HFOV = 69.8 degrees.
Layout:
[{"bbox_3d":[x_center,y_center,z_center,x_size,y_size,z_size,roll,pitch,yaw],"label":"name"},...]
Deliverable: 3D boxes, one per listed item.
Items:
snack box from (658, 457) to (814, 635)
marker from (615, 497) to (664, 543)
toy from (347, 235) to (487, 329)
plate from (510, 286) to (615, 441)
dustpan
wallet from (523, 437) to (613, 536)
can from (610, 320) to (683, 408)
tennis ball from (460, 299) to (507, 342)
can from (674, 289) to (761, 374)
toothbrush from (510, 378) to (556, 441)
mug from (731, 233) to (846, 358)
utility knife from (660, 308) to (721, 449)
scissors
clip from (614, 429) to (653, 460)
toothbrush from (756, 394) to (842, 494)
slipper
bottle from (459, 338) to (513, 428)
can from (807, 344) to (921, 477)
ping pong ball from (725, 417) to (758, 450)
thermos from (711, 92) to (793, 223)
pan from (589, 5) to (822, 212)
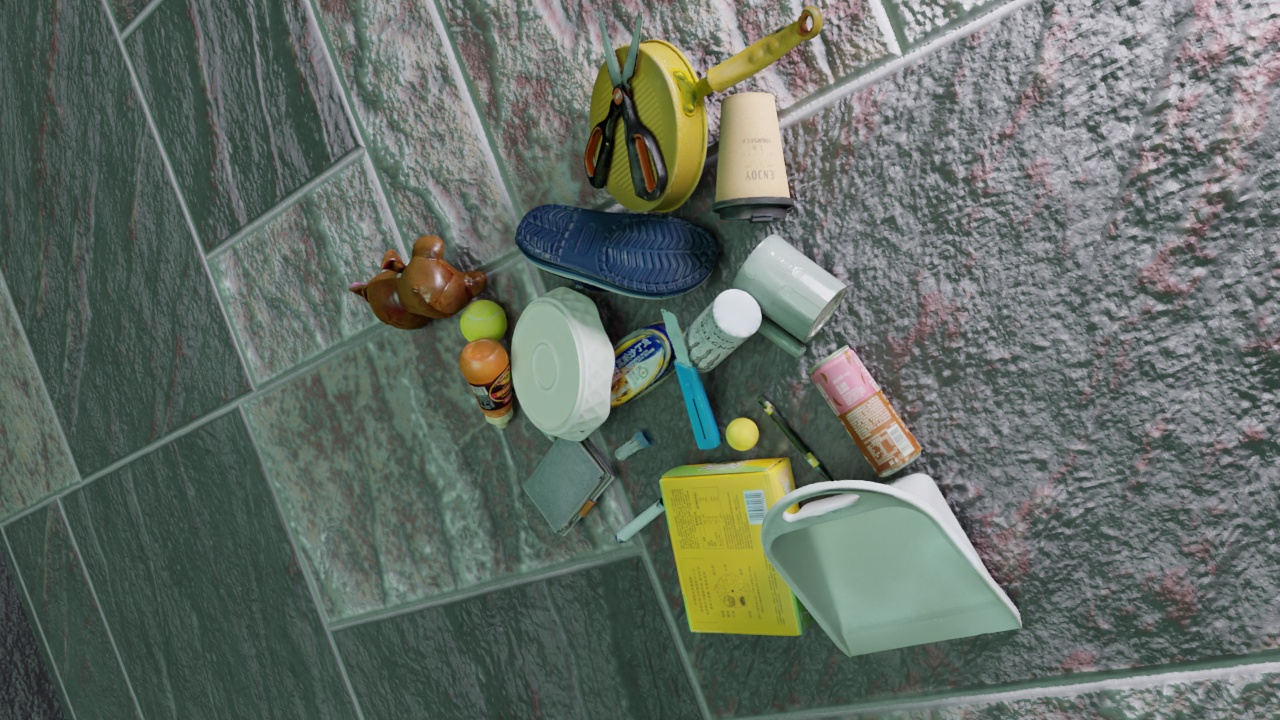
[{"bbox_3d":[0.123,0.232,1.148,0.158,0.069,0.210,-9,97,32],"label":"snack box"},{"bbox_3d":[0.012,0.211,1.240,0.022,0.018,0.131,48,120,2],"label":"marker"},{"bbox_3d":[-0.319,-0.105,1.310,0.140,0.130,0.200,40,140,-26],"label":"toy"},{"bbox_3d":[-0.110,0.007,1.210,0.205,0.045,0.205,8,100,51],"label":"plate"},{"bbox_3d":[0.257,0.232,1.015,0.223,0.142,0.257,-23,93,33],"label":"dustpan"},{"bbox_3d":[-0.100,0.170,1.288,0.106,0.036,0.130,50,120,24],"label":"wallet"},{"bbox_3d":[-0.007,0.007,1.186,0.148,0.049,0.074,-37,81,32],"label":"can"},{"bbox_3d":[-0.220,-0.053,1.290,0.066,0.065,0.065,7,105,29],"label":"tennis ball"},{"bbox_3d":[0.088,-0.031,1.075,0.058,0.058,0.147,58,156,7],"label":"can"},{"bbox_3d":[-0.182,0.045,1.320,0.191,0.016,0.018,50,131,12],"label":"toothbrush"},{"bbox_3d":[0.165,-0.069,1.057,0.103,0.083,0.124,38,142,17],"label":"mug"},{"bbox_3d":[0.059,0.026,1.109,0.034,0.018,0.223,6,133,30],"label":"utility knife"},{"bbox_3d":[-0.025,-0.280,1.053,0.220,0.021,0.233,66,148,16],"label":"scissors"},{"bbox_3d":[-0.011,0.114,1.231,0.058,0.036,0.025,-34,85,32],"label":"clip"},{"bbox_3d":[0.201,0.116,1.109,0.186,0.012,0.017,51,132,11],"label":"toothbrush"},{"bbox_3d":[-0.031,-0.126,1.135,0.253,0.095,0.105,11,75,11],"label":"slipper"},{"bbox_3d":[-0.208,0.039,1.285,0.067,0.066,0.150,18,138,26],"label":"bottle"},{"bbox_3d":[0.253,0.057,1.037,0.058,0.057,0.147,-38,81,31],"label":"can"},{"bbox_3d":[0.125,0.091,1.131,0.040,0.040,0.040,7,105,29],"label":"ping pong ball"},{"bbox_3d":[0.125,-0.224,1.036,0.093,0.092,0.143,-1,93,31],"label":"thermos"},{"bbox_3d":[0.058,-0.290,1.015,0.358,0.078,0.197,-22,83,58],"label":"pan"}]
